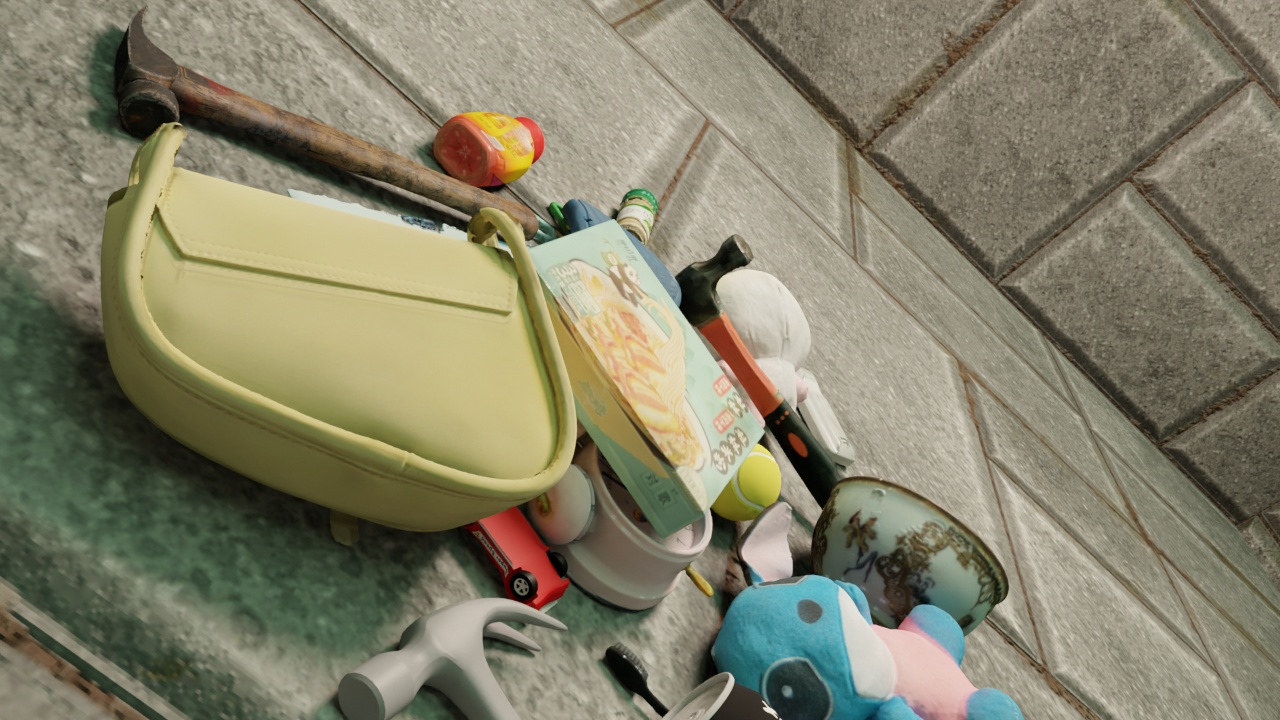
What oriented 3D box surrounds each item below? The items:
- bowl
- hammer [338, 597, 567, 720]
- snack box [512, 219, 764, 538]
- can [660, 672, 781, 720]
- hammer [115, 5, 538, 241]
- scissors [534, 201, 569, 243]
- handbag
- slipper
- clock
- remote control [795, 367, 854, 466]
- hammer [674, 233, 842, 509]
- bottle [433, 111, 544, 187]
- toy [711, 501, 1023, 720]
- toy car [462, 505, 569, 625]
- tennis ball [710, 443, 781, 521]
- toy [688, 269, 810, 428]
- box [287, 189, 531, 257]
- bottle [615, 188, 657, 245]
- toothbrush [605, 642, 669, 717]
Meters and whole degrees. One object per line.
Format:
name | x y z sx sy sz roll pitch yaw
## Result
bowl | 0.200 0.180 0.742 0.160 0.160 0.093 44 67 -6
hammer | -0.011 0.247 0.436 0.311 0.030 0.124 51 27 9
snack box | -0.004 0.004 0.613 0.193 0.044 0.141 54 28 -1
can | 0.070 0.249 0.493 0.146 0.080 0.080 49 26 6
hammer | -0.215 -0.159 0.694 0.329 0.033 0.120 17 37 -42
scissors | -0.068 -0.110 0.874 0.123 0.012 0.127 10 42 -49
handbag | -0.152 -0.010 0.471 0.232 0.089 0.190 13 61 -28
slipper | -0.032 -0.091 0.817 0.103 0.059 0.213 32 13 -28
clock | -0.022 0.091 0.605 0.158 0.059 0.116 36 28 -19
remote control | 0.198 0.057 1.019 0.050 0.022 0.133 21 36 -41
hammer | 0.130 0.057 0.834 0.333 0.133 0.033 54 23 -4
bottle | -0.136 -0.200 0.859 0.071 0.049 0.134 47 26 1
toy | 0.142 0.197 0.620 0.191 0.099 0.223 13 27 -10
toy car | -0.078 0.107 0.538 0.089 0.025 0.038 51 27 11
tennis ball | 0.080 0.097 0.740 0.065 0.065 0.065 35 29 -22
toy | 0.115 -0.007 0.914 0.138 0.102 0.179 11 59 -32
box | -0.122 -0.048 0.673 0.175 0.060 0.243 34 16 35
bottle | -0.007 -0.148 0.985 0.042 0.043 0.109 39 28 -15
toothbrush | 0.045 0.240 0.546 0.188 0.014 0.017 48 18 2
